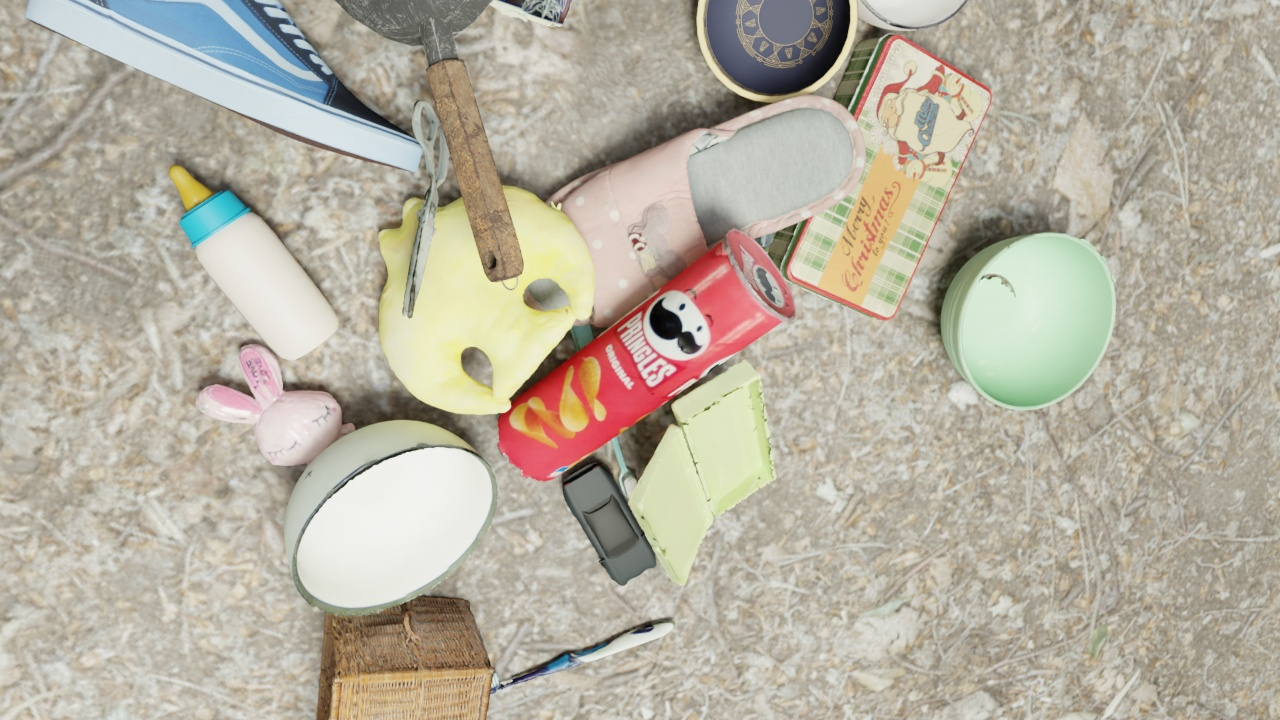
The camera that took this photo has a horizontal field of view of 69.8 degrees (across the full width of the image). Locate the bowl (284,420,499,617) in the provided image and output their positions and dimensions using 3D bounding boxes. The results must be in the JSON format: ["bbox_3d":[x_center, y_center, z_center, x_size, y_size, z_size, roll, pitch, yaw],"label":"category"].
[{"bbox_3d":[-0.185,0.103,0.662,0.153,0.073,0.154,-24,137,-25],"label":"bowl"}]

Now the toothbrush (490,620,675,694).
[{"bbox_3d":[-0.059,0.253,0.786,0.189,0.016,0.017,-15,98,-12],"label":"toothbrush"}]

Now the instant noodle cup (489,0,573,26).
[{"bbox_3d":[-0.083,-0.282,0.581,0.137,0.137,0.112,14,111,-19],"label":"instant noodle cup"}]

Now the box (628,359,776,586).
[{"bbox_3d":[0.048,0.090,0.704,0.141,0.044,0.188,-50,152,-15],"label":"box"}]

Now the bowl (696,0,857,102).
[{"bbox_3d":[0.102,-0.249,0.668,0.112,0.061,0.112,7,115,15],"label":"bowl"}]

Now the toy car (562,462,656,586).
[{"bbox_3d":[-0.025,0.136,0.754,0.046,0.034,0.112,-30,111,-7],"label":"toy car"}]

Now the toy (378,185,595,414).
[{"bbox_3d":[-0.117,-0.051,0.647,0.155,0.064,0.170,43,97,7],"label":"toy"}]

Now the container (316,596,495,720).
[{"bbox_3d":[-0.189,0.287,0.704,0.112,0.114,0.199,5,104,-22],"label":"container"}]

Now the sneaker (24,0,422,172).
[{"bbox_3d":[-0.242,-0.203,0.576,0.241,0.083,0.098,23,94,-19],"label":"sneaker"}]

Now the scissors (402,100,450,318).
[{"bbox_3d":[-0.138,-0.107,0.622,0.014,0.094,0.170,3,97,16],"label":"scissors"}]

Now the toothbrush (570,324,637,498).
[{"bbox_3d":[-0.030,0.032,0.736,0.016,0.016,0.181,-20,108,-10],"label":"toothbrush"}]

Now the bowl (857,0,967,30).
[{"bbox_3d":[0.189,-0.303,0.683,0.116,0.065,0.116,-4,106,-15],"label":"bowl"}]

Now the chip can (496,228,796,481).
[{"bbox_3d":[-0.004,0.004,0.653,0.234,0.073,0.073,-36,114,26],"label":"chip can"}]

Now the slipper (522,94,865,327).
[{"bbox_3d":[0.031,-0.106,0.660,0.275,0.054,0.114,-26,100,9],"label":"slipper"}]

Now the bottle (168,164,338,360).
[{"bbox_3d":[-0.266,-0.068,0.619,0.051,0.051,0.146,-35,111,-5],"label":"bottle"}]

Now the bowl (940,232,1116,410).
[{"bbox_3d":[0.318,-0.039,0.785,0.150,0.077,0.151,-4,106,-15],"label":"bowl"}]

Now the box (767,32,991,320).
[{"bbox_3d":[0.191,-0.143,0.736,0.117,0.050,0.205,21,98,-19],"label":"box"}]

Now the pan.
[{"bbox_3d":[-0.126,-0.213,0.533,0.040,0.208,0.357,-18,97,-49],"label":"pan"}]

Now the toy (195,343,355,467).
[{"bbox_3d":[-0.254,0.041,0.656,0.110,0.047,0.063,40,82,-18],"label":"toy"}]

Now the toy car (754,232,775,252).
[{"bbox_3d":[0.061,-0.102,0.713,0.091,0.036,0.042,0,104,-10],"label":"toy car"}]
